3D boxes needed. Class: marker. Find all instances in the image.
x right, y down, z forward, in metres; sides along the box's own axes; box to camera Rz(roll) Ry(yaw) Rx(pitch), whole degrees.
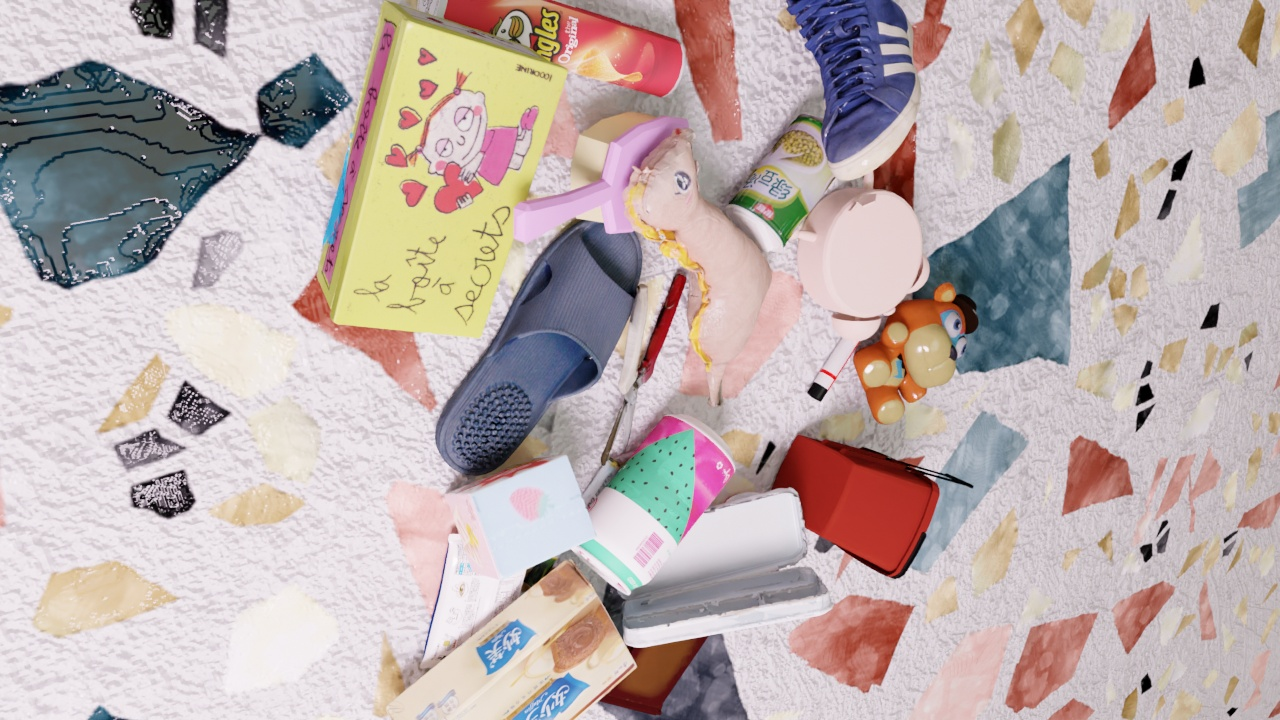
[{"bbox_3d":[0.231,-0.020,1.013,0.019,0.019,0.145,36,86,-35],"label":"marker"},{"bbox_3d":[-0.066,0.158,0.890,0.017,0.017,0.146,37,85,-35],"label":"marker"}]

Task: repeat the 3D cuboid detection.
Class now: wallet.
[{"bbox_3d":[0.016,0.331,1.003,0.091,0.018,0.115,29,93,-36],"label":"wallet"}]

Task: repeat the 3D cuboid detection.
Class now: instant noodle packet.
[{"bbox_3d":[-0.150,0.224,0.854,0.087,0.026,0.134,7,102,-34],"label":"instant noodle packet"}]

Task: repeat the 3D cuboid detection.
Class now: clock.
[{"bbox_3d":[0.235,-0.108,0.947,0.131,0.086,0.160,-42,125,-13],"label":"clock"}]

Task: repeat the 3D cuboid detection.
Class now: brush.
[{"bbox_3d":[-0.035,-0.141,0.734,0.228,0.043,0.089,-33,137,-48],"label":"brush"}]

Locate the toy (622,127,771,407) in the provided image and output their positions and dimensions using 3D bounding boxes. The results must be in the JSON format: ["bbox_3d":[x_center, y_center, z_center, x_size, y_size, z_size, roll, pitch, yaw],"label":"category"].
[{"bbox_3d":[0.051,-0.073,0.812,0.264,0.065,0.196,27,79,-60],"label":"toy"}]

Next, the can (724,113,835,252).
[{"bbox_3d":[0.141,-0.168,0.877,0.121,0.067,0.067,-52,125,-7],"label":"can"}]

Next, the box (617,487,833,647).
[{"bbox_3d":[0.076,0.219,0.906,0.211,0.105,0.130,-16,110,-2],"label":"box"}]

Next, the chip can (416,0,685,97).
[{"bbox_3d":[-0.065,-0.257,0.728,0.214,0.052,0.052,5,103,-33],"label":"chip can"}]

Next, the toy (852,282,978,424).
[{"bbox_3d":[0.306,-0.014,1.025,0.175,0.096,0.112,-47,128,-23],"label":"toy"}]

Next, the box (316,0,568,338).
[{"bbox_3d":[-0.151,-0.131,0.672,0.124,0.083,0.221,9,114,-34],"label":"box"}]

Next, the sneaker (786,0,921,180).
[{"bbox_3d":[0.180,-0.279,0.807,0.118,0.092,0.232,44,47,-31],"label":"sneaker"}]

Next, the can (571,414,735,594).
[{"bbox_3d":[0.012,0.135,0.877,0.165,0.088,0.088,-49,125,-17],"label":"can"}]

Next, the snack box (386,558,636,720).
[{"bbox_3d":[-0.112,0.306,0.868,0.207,0.055,0.153,-37,136,-17],"label":"snack box"}]

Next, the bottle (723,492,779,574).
[{"bbox_3d":[0.121,0.216,1.000,0.061,0.062,0.138,-14,112,-28],"label":"bottle"}]

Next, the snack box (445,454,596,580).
[{"bbox_3d":[-0.106,0.134,0.797,0.092,0.095,0.079,-20,92,-25],"label":"snack box"}]

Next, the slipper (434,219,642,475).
[{"bbox_3d":[-0.072,-0.004,0.793,0.101,0.082,0.263,39,84,-37],"label":"slipper"}]

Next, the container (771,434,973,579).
[{"bbox_3d":[0.262,0.161,1.017,0.200,0.148,0.127,22,92,-26],"label":"container"}]

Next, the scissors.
[{"bbox_3d":[0.000,-0.002,0.852,0.196,0.015,0.179,-61,161,-21],"label":"scissors"}]
